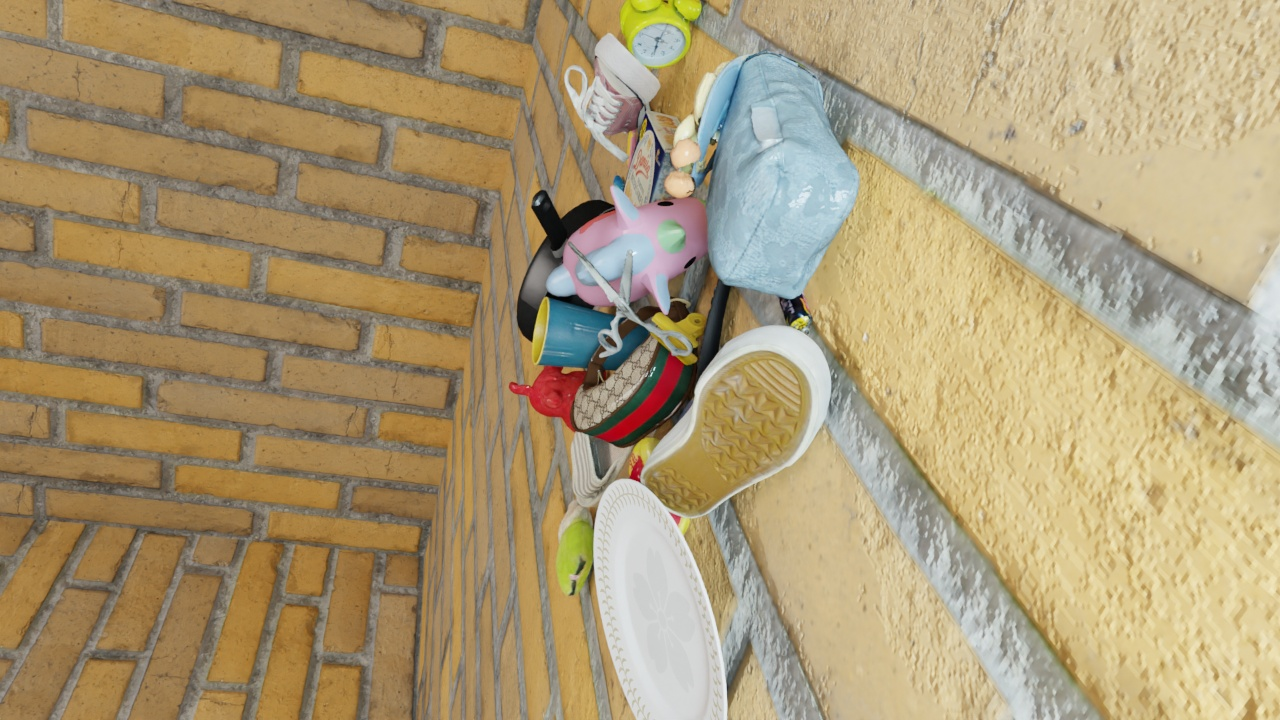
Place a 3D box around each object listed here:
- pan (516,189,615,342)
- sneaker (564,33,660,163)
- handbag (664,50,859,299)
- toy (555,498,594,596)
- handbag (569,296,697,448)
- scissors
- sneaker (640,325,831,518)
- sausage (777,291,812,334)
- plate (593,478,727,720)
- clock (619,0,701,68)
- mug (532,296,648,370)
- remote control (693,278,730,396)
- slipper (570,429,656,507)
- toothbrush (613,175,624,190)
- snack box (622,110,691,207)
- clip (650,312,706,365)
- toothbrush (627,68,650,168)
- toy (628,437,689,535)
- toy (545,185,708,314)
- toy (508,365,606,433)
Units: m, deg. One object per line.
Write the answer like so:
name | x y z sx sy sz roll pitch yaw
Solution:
pan | -0.095 -0.127 1.083 0.204 0.044 0.356 -58 -13 -8
sneaker | -0.036 -0.314 1.108 0.088 0.118 0.241 -45 -1 -1
handbag | 0.077 -0.138 0.655 0.191 0.118 0.122 -90 17 -46
toy | -0.081 0.225 1.138 0.117 0.043 0.092 -97 20 -52
handbag | -0.005 0.005 0.917 0.167 0.063 0.138 -40 38 39
scissors | -0.017 -0.041 0.819 0.014 0.141 0.175 -51 -3 -30
sneaker | 0.074 0.040 0.674 0.079 0.087 0.236 -54 -2 -36
sausage | 0.106 -0.072 0.693 0.155 0.020 0.020 -97 22 -45
plate | 0.015 0.216 0.757 0.243 0.016 0.242 170 90 -66
clock | 0.022 -0.394 1.060 0.119 0.083 0.057 117 152 -56
mug | -0.056 -0.024 1.048 0.078 0.121 0.078 -171 91 -74
remote control | 0.061 -0.005 0.807 0.041 0.020 0.152 5 -85 -84
slipper | -0.036 0.089 1.049 0.273 0.054 0.114 127 142 -55
toothbrush | -0.026 -0.219 1.255 0.135 0.017 0.022 -97 22 -52
snack box | 0.015 -0.192 1.038 0.144 0.042 0.145 -105 28 -58
clip | 0.039 -0.023 0.842 0.054 0.048 0.045 41 111 26
toothbrush | -0.006 -0.327 1.238 0.021 0.016 0.135 -152 72 -73
toy | 0.007 0.131 0.858 0.137 0.067 0.105 -115 29 -77
toy | -0.021 -0.099 0.891 0.223 0.170 0.120 -19 99 34
toy | -0.107 0.059 1.187 0.088 0.133 0.094 -86 4 -57
